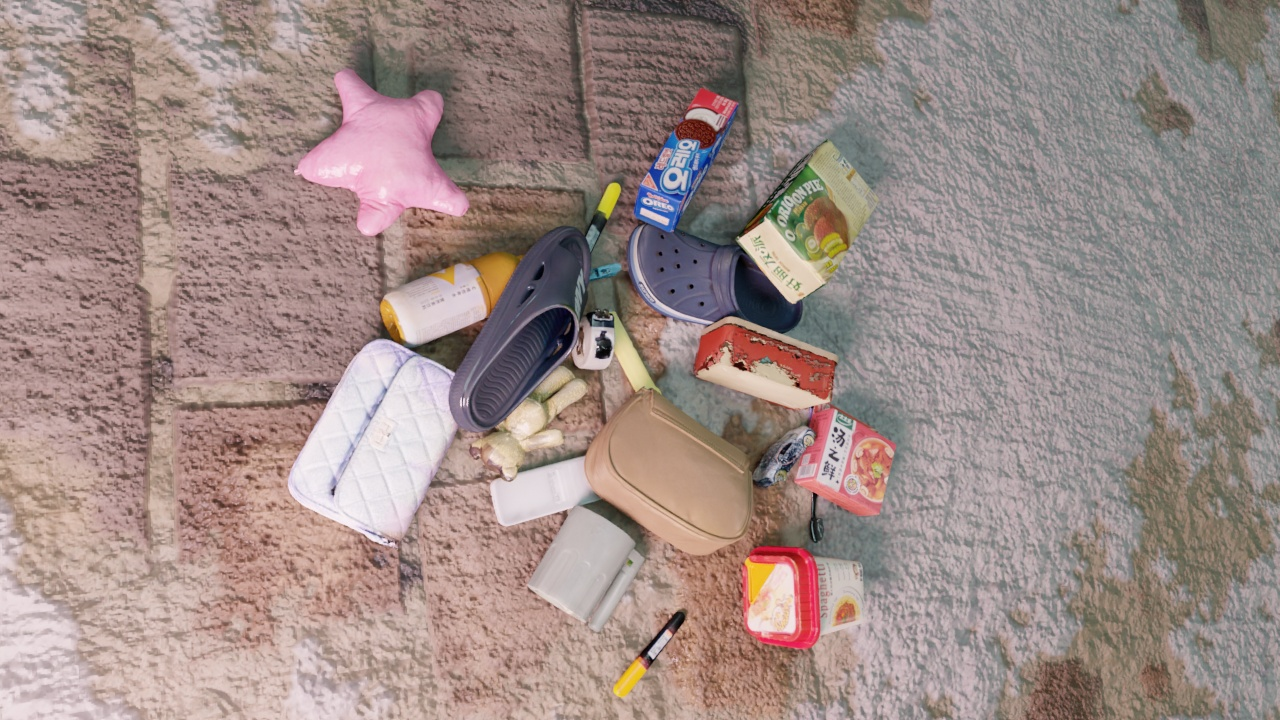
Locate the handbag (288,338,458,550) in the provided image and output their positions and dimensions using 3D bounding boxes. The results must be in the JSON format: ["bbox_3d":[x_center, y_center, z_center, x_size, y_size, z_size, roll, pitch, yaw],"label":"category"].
[{"bbox_3d":[-0.272,0.084,0.966,0.134,0.076,0.193,30,72,-19],"label":"handbag"}]

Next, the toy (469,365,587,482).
[{"bbox_3d":[-0.123,0.068,1.046,0.105,0.066,0.156,32,62,20],"label":"toy"}]

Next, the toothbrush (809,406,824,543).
[{"bbox_3d":[0.229,0.144,1.204,0.014,0.017,0.189,8,77,-32],"label":"toothbrush"}]

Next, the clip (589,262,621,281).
[{"bbox_3d":[-0.052,-0.106,1.123,0.055,0.038,0.013,-14,86,-15],"label":"clip"}]

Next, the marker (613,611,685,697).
[{"bbox_3d":[0.011,0.344,1.078,0.123,0.015,0.018,-45,101,-26],"label":"marker"}]

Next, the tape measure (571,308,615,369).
[{"bbox_3d":[-0.056,-0.022,1.081,0.033,0.066,0.066,2,79,-25],"label":"tape measure"}]

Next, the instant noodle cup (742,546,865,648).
[{"bbox_3d":[0.203,0.286,1.122,0.124,0.117,0.116,6,78,-35],"label":"instant noodle cup"}]

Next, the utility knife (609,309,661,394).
[{"bbox_3d":[-0.007,0.007,1.126,0.030,0.018,0.151,-28,95,-29],"label":"utility knife"}]

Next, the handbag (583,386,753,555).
[{"bbox_3d":[0.036,0.134,1.079,0.204,0.100,0.147,36,54,-14],"label":"handbag"}]

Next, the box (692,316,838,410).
[{"bbox_3d":[0.157,0.014,1.153,0.168,0.091,0.079,18,71,-19],"label":"box"}]

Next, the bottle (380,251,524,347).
[{"bbox_3d":[-0.194,-0.076,1.030,0.189,0.068,0.068,-26,92,-28],"label":"bottle"}]

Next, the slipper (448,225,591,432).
[{"bbox_3d":[-0.108,-0.029,1.014,0.267,0.083,0.111,-60,147,-26],"label":"slipper"}]

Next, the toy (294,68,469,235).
[{"bbox_3d":[-0.292,-0.233,1.014,0.178,0.075,0.194,-14,83,-22],"label":"toy"}]

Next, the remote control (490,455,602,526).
[{"bbox_3d":[-0.104,0.148,1.057,0.135,0.020,0.056,-13,86,-25],"label":"remote control"}]

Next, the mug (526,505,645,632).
[{"bbox_3d":[-0.056,0.239,1.038,0.124,0.084,0.103,49,65,-36],"label":"mug"}]

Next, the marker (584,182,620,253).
[{"bbox_3d":[-0.055,-0.166,1.136,0.018,0.015,0.124,28,74,-16],"label":"marker"}]

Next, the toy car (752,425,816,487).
[{"bbox_3d":[0.182,0.120,1.169,0.031,0.049,0.105,49,66,-11],"label":"toy car"}]

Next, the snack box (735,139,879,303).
[{"bbox_3d":[0.222,-0.184,1.187,0.114,0.063,0.239,47,46,-9],"label":"snack box"}]

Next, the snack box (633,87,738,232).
[{"bbox_3d":[0.059,-0.252,1.143,0.058,0.057,0.206,25,56,5],"label":"snack box"}]

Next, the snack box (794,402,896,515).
[{"bbox_3d":[0.272,0.123,1.200,0.113,0.044,0.127,28,66,-20],"label":"snack box"}]

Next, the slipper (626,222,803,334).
[{"bbox_3d":[0.101,-0.095,1.148,0.252,0.095,0.105,22,70,-21],"label":"slipper"}]
